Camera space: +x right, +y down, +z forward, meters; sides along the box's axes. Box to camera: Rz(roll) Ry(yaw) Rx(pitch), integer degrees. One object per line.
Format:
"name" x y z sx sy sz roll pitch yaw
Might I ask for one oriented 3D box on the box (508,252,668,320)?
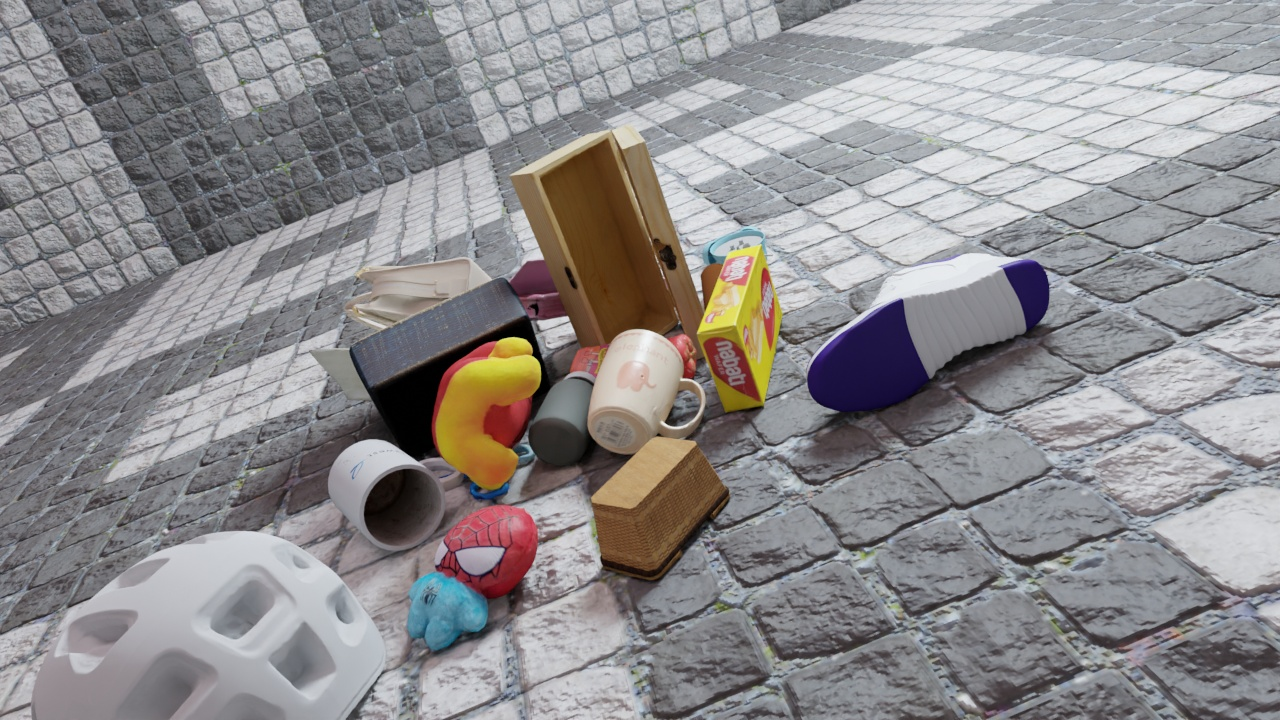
"box" -0.068 -0.102 1.140 0.232 0.080 0.099 -13 13 -43

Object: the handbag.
"handbag" -0.271 -0.059 1.128 0.198 0.101 0.194 1 -15 12

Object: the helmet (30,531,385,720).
"helmet" -0.349 0.240 0.721 0.283 0.184 0.223 -28 10 41

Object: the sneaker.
"sneaker" 0.242 -0.038 0.842 0.244 0.092 0.111 -22 23 -13

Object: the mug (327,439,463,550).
"mug" -0.231 0.123 0.896 0.119 0.083 0.096 -18 20 -31

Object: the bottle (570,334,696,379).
"bottle" -0.006 0.006 0.992 0.134 0.048 0.071 -10 35 22

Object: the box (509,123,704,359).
"box" -0.012 -0.127 1.034 0.180 0.249 0.141 -6 28 31

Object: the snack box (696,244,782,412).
"snack box" 0.106 -0.038 0.941 0.042 0.092 0.200 -12 25 21

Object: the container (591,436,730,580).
"container" 0.013 0.113 0.736 0.063 0.061 0.113 3 33 42

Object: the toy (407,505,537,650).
"toy" -0.137 0.171 0.742 0.092 0.062 0.132 -2 41 50

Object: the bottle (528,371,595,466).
"bottle" -0.072 0.056 0.928 0.060 0.060 0.108 -12 25 19

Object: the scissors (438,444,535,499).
"scissors" -0.164 0.109 0.947 0.131 0.018 0.108 9 34 46

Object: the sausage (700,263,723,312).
"sausage" 0.095 -0.075 1.097 0.040 0.040 0.155 -17 24 9

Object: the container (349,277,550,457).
"container" -0.204 0.011 1.014 0.187 0.145 0.071 -26 54 -12

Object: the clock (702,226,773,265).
"clock" 0.126 -0.152 1.228 0.087 0.042 0.123 -23 26 -5

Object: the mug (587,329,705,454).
"mug" 0.007 0.038 0.891 0.111 0.085 0.104 15 43 7

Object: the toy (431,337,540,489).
"toy" -0.149 0.044 0.889 0.216 0.098 0.147 -164 97 -79

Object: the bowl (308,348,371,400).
"bowl" -0.304 0.020 1.096 0.177 0.057 0.177 2 -3 0
